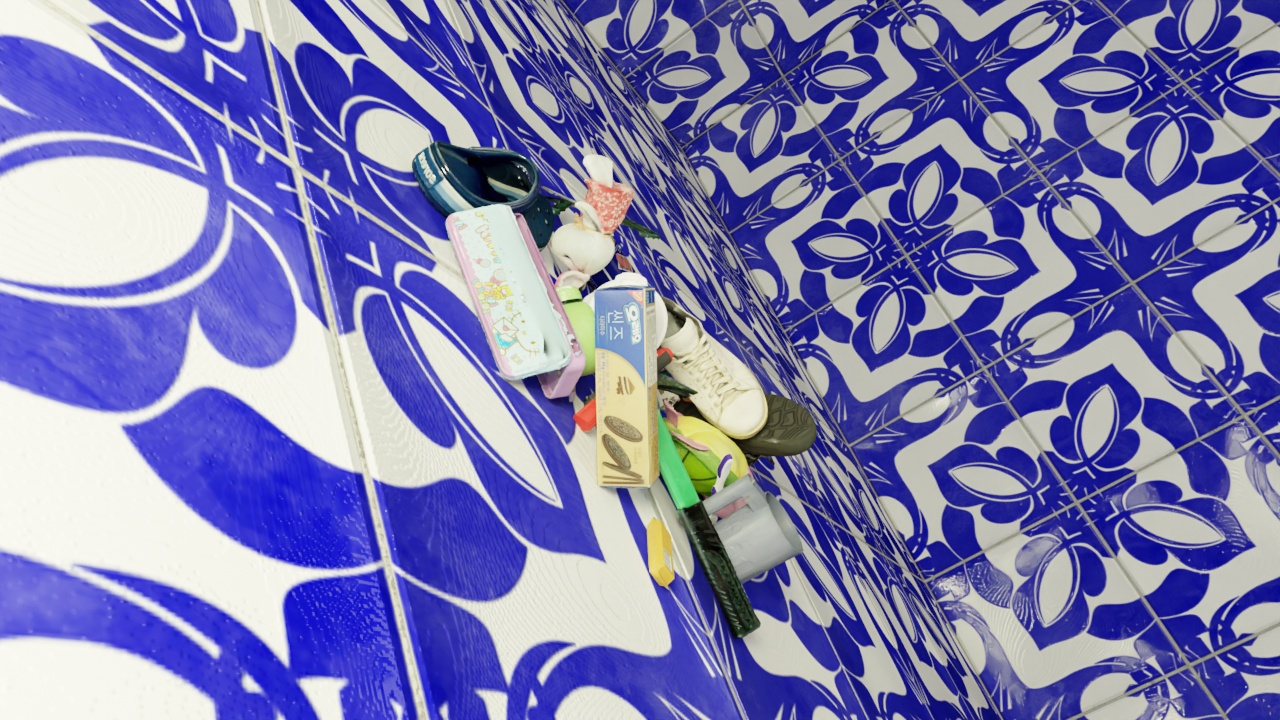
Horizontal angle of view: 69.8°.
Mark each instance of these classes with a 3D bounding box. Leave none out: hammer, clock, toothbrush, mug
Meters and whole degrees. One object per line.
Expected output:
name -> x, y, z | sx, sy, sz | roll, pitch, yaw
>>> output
hammer -> 0.056, 0.163, 1.045 | 0.130, 0.032, 0.318 | -23, 87, -30
clock -> -0.077, -0.027, 0.999 | 0.119, 0.042, 0.095 | 62, -28, 32
toothbrush -> 0.094, 0.160, 1.117 | 0.187, 0.015, 0.016 | 95, -26, -55
mug -> 0.120, 0.206, 1.106 | 0.124, 0.104, 0.083 | 51, 16, -23

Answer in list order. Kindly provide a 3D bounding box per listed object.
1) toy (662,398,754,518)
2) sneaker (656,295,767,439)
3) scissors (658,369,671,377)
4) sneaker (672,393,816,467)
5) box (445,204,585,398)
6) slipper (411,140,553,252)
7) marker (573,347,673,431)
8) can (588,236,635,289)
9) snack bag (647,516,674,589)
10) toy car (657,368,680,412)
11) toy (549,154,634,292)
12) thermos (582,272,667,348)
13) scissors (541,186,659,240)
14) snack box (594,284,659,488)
toy -> 0.085, 0.130, 1.188 | 0.190, 0.087, 0.238 | 39, -7, 41
sneaker -> 0.076, -0.004, 1.202 | 0.241, 0.089, 0.102 | 46, -8, 18
scissors -> -0.004, 0.008, 1.235 | 0.155, 0.019, 0.124 | 6, 43, -47
sneaker -> 0.153, 0.123, 1.310 | 0.238, 0.100, 0.143 | 14, -44, 48
box -> -0.139, -0.061, 0.950 | 0.092, 0.089, 0.214 | -7, 58, -31
slipper -> -0.159, -0.190, 1.057 | 0.105, 0.095, 0.252 | 59, 16, 17
marker -> -0.016, 0.028, 1.017 | 0.023, 0.021, 0.144 | 43, 57, 12
can -> -0.056, -0.148, 1.379 | 0.092, 0.057, 0.116 | 55, 14, -12
snack bag -> 0.020, 0.200, 0.957 | 0.026, 0.020, 0.099 | 56, 13, -24
toy car -> 0.018, 0.020, 1.298 | 0.039, 0.039, 0.113 | 29, 31, -61
toy -> -0.068, -0.161, 1.162 | 0.084, 0.194, 0.158 | 19, 20, 0
thermos -> -0.029, -0.054, 1.101 | 0.099, 0.099, 0.220 | 54, -4, -11
scissors -> -0.078, -0.219, 1.371 | 0.202, 0.015, 0.201 | 25, 20, 12
snack box -> -0.015, 0.026, 0.951 | 0.056, 0.057, 0.207 | -25, 114, -77
